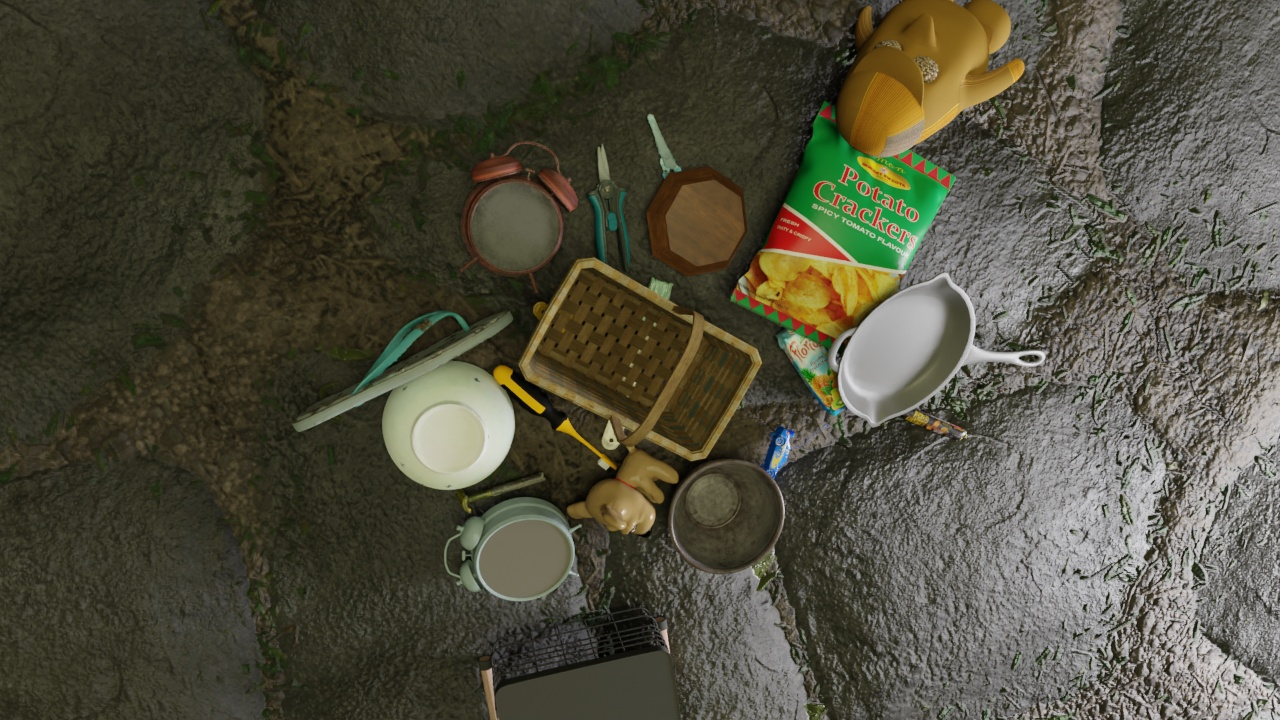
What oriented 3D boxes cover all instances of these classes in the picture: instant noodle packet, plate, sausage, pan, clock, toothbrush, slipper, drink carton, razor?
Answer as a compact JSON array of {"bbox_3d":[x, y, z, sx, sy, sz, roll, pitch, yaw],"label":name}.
[{"bbox_3d":[0.242,-0.146,1.087,0.195,0.090,0.253,24,94,-17],"label":"instant noodle packet"},{"bbox_3d":[0.071,-0.161,1.076,0.131,0.025,0.131,-4,104,-18],"label":"plate"},{"bbox_3d":[0.361,0.074,1.189,0.155,0.020,0.020,23,95,-14],"label":"sausage"},{"bbox_3d":[0.373,-0.013,1.141,0.354,0.024,0.217,2,121,-27],"label":"pan"},{"bbox_3d":[-0.137,-0.164,1.019,0.120,0.072,0.158,15,98,-14],"label":"clock"},{"bbox_3d":[-0.099,0.071,1.096,0.196,0.031,0.031,42,99,-20],"label":"toothbrush"},{"bbox_3d":[-0.153,0.227,1.092,0.159,0.045,0.123,-2,113,-16],"label":"clock"},{"bbox_3d":[-0.269,-0.001,1.012,0.268,0.098,0.055,-28,106,-4],"label":"slipper"},{"bbox_3d":[0.217,0.008,1.139,0.044,0.038,0.129,-37,105,-3],"label":"drink carton"},{"bbox_3d":[-0.165,0.153,1.098,0.105,0.042,0.026,-15,100,-18],"label":"razor"}]

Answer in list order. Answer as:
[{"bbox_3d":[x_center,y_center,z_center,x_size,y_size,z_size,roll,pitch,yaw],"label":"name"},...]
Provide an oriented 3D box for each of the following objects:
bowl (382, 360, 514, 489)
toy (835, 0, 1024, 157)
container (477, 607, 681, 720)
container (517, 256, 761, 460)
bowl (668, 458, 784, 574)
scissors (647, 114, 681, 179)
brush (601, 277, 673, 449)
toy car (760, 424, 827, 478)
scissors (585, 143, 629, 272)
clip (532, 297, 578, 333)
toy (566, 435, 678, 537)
[{"bbox_3d":[-0.219,0.081,1.050,0.153,0.073,0.153,-2,102,-11],"label":"bowl"},{"bbox_3d":[0.295,-0.315,1.014,0.199,0.163,0.203,33,69,23],"label":"toy"},{"bbox_3d":[-0.066,0.412,1.112,0.241,0.130,0.163,-10,102,-9],"label":"container"},{"bbox_3d":[0.004,0.004,1.004,0.250,0.186,0.157,28,96,-21],"label":"container"},{"bbox_3d":[0.098,0.183,1.134,0.145,0.067,0.145,-2,101,-11],"label":"bowl"},{"bbox_3d":[0.038,-0.225,1.073,0.063,0.015,0.139,-21,109,-5],"label":"scissors"},{"bbox_3d":[-0.007,0.006,1.110,0.033,0.012,0.218,16,99,-14],"label":"brush"},{"bbox_3d":[0.192,0.116,1.155,0.062,0.033,0.092,16,97,-7],"label":"toy car"},{"bbox_3d":[-0.031,-0.172,1.067,0.137,0.019,0.129,38,83,-22],"label":"scissors"},{"bbox_3d":[-0.104,-0.055,1.080,0.047,0.039,0.053,20,98,-18],"label":"clip"},{"bbox_3d":[-0.016,0.159,1.095,0.106,0.134,0.108,43,69,-18],"label":"toy"}]
